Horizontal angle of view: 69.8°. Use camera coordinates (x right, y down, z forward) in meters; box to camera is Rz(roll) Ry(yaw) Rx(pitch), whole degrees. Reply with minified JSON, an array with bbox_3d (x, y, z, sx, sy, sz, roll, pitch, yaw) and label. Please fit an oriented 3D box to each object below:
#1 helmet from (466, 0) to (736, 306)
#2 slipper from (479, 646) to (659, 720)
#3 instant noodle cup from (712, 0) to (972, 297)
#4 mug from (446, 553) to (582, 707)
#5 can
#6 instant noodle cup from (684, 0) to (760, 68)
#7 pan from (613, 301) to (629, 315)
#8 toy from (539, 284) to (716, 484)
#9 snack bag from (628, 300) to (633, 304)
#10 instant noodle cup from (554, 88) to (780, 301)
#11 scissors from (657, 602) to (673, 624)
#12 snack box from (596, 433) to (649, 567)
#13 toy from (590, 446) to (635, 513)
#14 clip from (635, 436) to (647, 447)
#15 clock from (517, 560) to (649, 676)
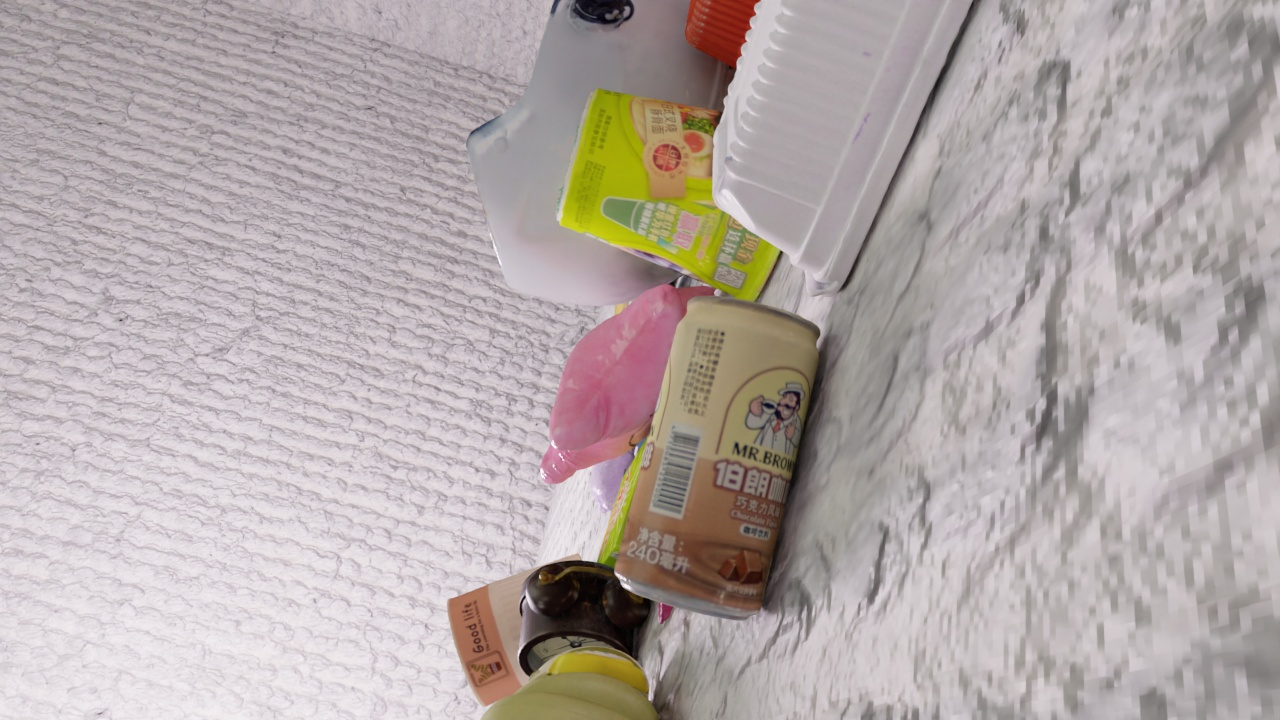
[{"bbox_3d":[0.003,-0.149,0.669,0.258,0.146,0.229,-56,-14,-22],"label":"helmet"},{"bbox_3d":[-0.037,0.191,0.489,0.191,0.091,0.081,107,178,-58],"label":"slipper"},{"bbox_3d":[0.076,-0.129,0.372,0.137,0.060,0.174,-83,11,-57],"label":"instant noodle cup"},{"bbox_3d":[-0.077,0.216,0.695,0.082,0.106,0.114,110,140,-80],"label":"mug"},{"bbox_3d":[0.031,0.037,0.360,0.058,0.058,0.116,138,147,-81],"label":"can"},{"bbox_3d":[0.082,-0.251,0.550,0.165,0.079,0.188,112,171,-47],"label":"instant noodle cup"},{"bbox_3d":[0.033,-0.170,1.028,0.197,0.078,0.358,-100,19,-72],"label":"pan"},{"bbox_3d":[-0.004,0.004,0.619,0.178,0.074,0.195,-49,-6,-20],"label":"toy"},{"bbox_3d":[0.000,-0.032,0.905,0.110,0.039,0.191,-86,8,-48],"label":"snack bag"},{"bbox_3d":[0.019,-0.100,0.528,0.112,0.123,0.111,-167,92,-85],"label":"instant noodle cup"},{"bbox_3d":[0.020,0.103,0.532,0.134,0.017,0.130,105,178,-52],"label":"scissors"},{"bbox_3d":[-0.004,0.109,0.648,0.157,0.026,0.085,113,177,-68],"label":"snack box"},{"bbox_3d":[-0.024,0.094,0.883,0.084,0.039,0.108,136,149,-79],"label":"toy"},{"bbox_3d":[0.003,0.050,0.807,0.058,0.027,0.045,112,179,-49],"label":"clip"},{"bbox_3d":[-0.039,0.169,0.604,0.055,0.082,0.122,-87,12,-48],"label":"clock"}]
